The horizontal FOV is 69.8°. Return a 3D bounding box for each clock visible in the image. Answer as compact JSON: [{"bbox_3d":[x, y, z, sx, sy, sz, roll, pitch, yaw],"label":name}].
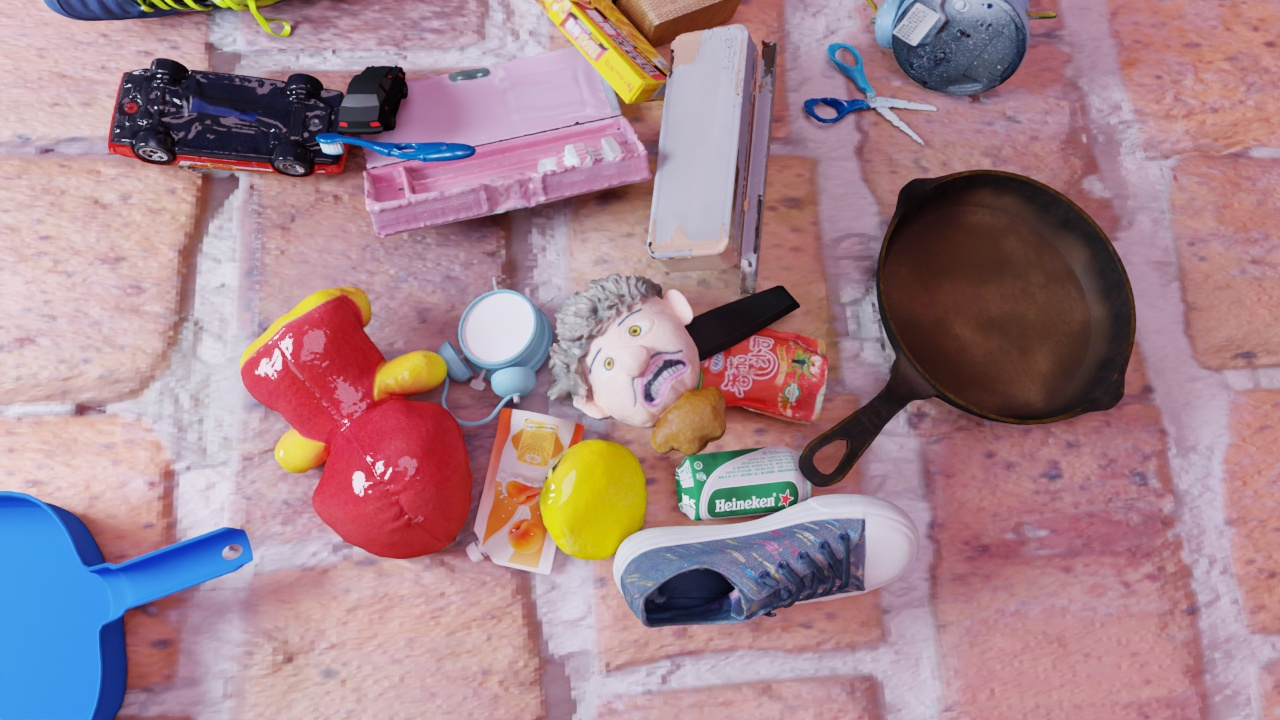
[{"bbox_3d":[-0.118,-0.003,0.739,0.087,0.042,0.123,18,73,18],"label":"clock"},{"bbox_3d":[0.273,-0.307,0.819,0.162,0.118,0.060,28,63,-4],"label":"clock"}]

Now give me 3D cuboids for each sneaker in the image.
[{"bbox_3d":[0.098,0.162,0.685,0.235,0.079,0.087,-7,111,-2],"label":"sneaker"},{"bbox_3d":[-0.368,-0.323,0.764,0.241,0.116,0.091,-23,69,-17],"label":"sneaker"}]

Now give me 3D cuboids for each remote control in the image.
[{"bbox_3d":[0.074,-0.031,0.761,0.124,0.010,0.039,-25,55,-15],"label":"remote control"}]

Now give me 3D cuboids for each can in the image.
[{"bbox_3d":[0.080,0.097,0.727,0.101,0.053,0.053,-5,76,-6],"label":"can"}]

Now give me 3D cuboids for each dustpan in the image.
[{"bbox_3d":[-0.407,0.180,0.661,0.257,0.060,0.245,-19,78,-11],"label":"dustpan"}]

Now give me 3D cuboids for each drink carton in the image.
[{"bbox_3d":[-0.091,0.104,0.724,0.069,0.039,0.122,12,81,-3],"label":"drink carton"}]

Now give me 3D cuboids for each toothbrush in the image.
[{"bbox_3d":[-0.196,-0.170,0.738,0.132,0.016,0.021,6,49,6],"label":"toothbrush"}]

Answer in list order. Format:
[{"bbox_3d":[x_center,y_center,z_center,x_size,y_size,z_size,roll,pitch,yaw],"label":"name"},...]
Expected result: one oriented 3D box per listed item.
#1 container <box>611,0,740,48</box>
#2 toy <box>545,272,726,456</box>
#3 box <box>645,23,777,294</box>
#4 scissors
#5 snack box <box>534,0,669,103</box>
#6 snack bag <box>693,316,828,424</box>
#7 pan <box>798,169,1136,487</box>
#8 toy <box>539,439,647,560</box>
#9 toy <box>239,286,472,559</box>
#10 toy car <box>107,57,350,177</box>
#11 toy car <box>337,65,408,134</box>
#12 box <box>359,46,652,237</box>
[{"bbox_3d":[0.038,-0.335,0.835,0.114,0.063,0.061,-23,86,-11],"label":"container"},{"bbox_3d":[-0.004,0.004,0.710,0.176,0.076,0.133,42,93,26],"label":"toy"},{"bbox_3d":[0.063,-0.173,0.777,0.107,0.094,0.216,7,74,-2],"label":"box"},{"bbox_3d":[0.209,-0.233,0.848,0.132,0.015,0.109,42,72,2],"label":"scissors"},{"bbox_3d":[-0.034,-0.290,0.810,0.152,0.025,0.075,49,34,8],"label":"snack box"},{"bbox_3d":[0.076,0.006,0.763,0.155,0.044,0.087,9,62,4],"label":"snack bag"},{"bbox_3d":[0.257,-0.013,0.765,0.355,0.043,0.248,-39,82,-18],"label":"pan"},{"bbox_3d":[-0.034,0.108,0.712,0.094,0.041,0.095,38,70,-26],"label":"toy"},{"bbox_3d":[-0.209,0.053,0.689,0.148,0.098,0.216,-40,80,12],"label":"toy"},{"bbox_3d":[-0.340,-0.198,0.765,0.189,0.056,0.081,4,76,-5],"label":"toy car"},{"bbox_3d":[-0.224,-0.222,0.767,0.042,0.036,0.091,1,51,5],"label":"toy car"},{"bbox_3d":[-0.122,-0.186,0.789,0.232,0.059,0.179,-13,53,-7],"label":"box"}]
